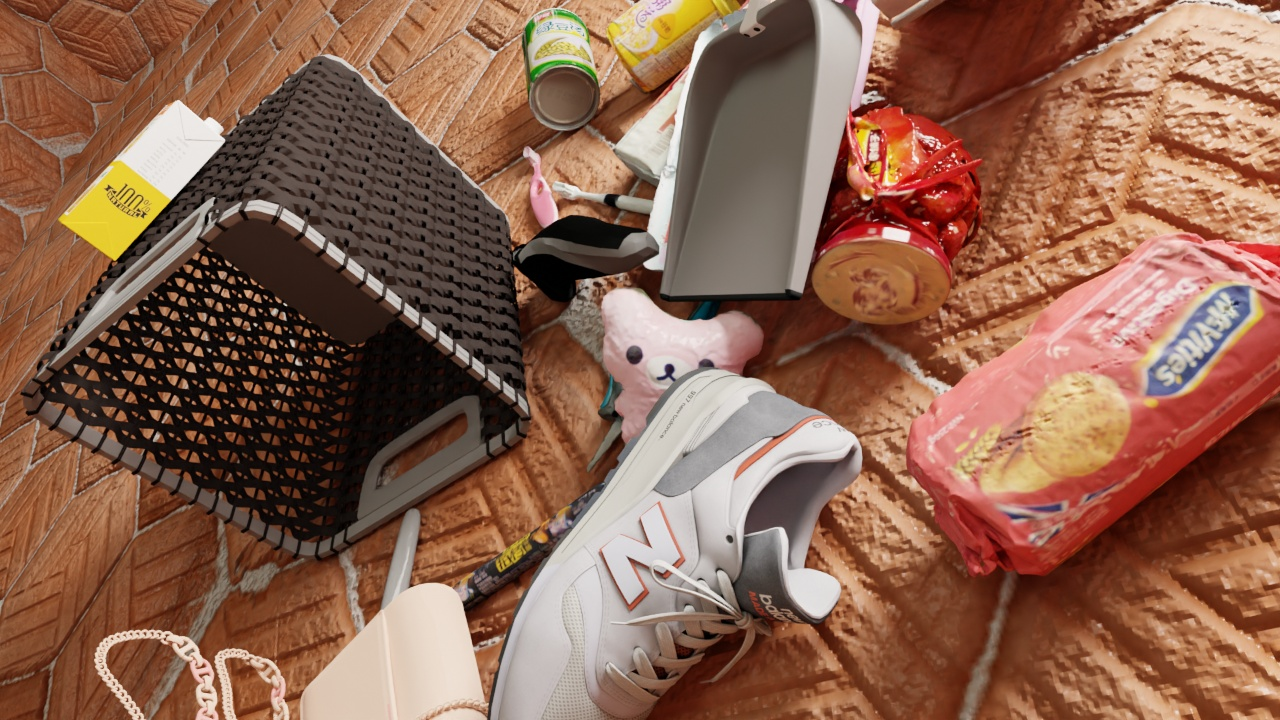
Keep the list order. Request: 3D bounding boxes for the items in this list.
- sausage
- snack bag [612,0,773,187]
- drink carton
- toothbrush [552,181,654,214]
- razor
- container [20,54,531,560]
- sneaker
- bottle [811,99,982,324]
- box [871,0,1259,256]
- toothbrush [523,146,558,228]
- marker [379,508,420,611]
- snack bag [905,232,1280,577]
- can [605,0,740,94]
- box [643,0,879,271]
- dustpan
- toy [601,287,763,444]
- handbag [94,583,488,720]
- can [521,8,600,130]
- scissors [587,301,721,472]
[{"bbox_3d":[-0.070,0.119,0.573,0.155,0.020,0.020,-36,40,15],"label":"sausage"},{"bbox_3d":[0.075,-0.226,0.708,0.225,0.041,0.077,-47,39,0],"label":"snack bag"},{"bbox_3d":[-0.360,-0.134,0.667,0.122,0.040,0.059,-54,33,-13],"label":"drink carton"},{"bbox_3d":[-0.016,-0.126,0.728,0.187,0.017,0.012,22,95,50],"label":"toothbrush"},{"bbox_3d":[-0.038,-0.079,0.661,0.156,0.057,0.060,-11,89,59],"label":"razor"},{"bbox_3d":[-0.246,-0.044,0.702,0.248,0.245,0.243,-31,38,21],"label":"container"},{"bbox_3d":[0.026,0.106,0.437,0.124,0.089,0.239,4,59,48],"label":"sneaker"},{"bbox_3d":[0.134,-0.087,0.491,0.099,0.099,0.111,-11,49,37],"label":"bottle"},{"bbox_3d":[0.243,-0.224,0.548,0.167,0.446,0.164,-26,51,26],"label":"box"},{"bbox_3d":[-0.091,-0.156,0.824,0.022,0.016,0.134,-36,40,15],"label":"toothbrush"},{"bbox_3d":[-0.167,0.163,0.635,0.022,0.016,0.138,-1,51,6],"label":"marker"},{"bbox_3d":[0.187,0.014,0.372,0.176,0.082,0.082,-42,39,7],"label":"snack bag"},{"bbox_3d":[0.029,-0.283,0.776,0.105,0.067,0.067,-31,42,22],"label":"can"},{"bbox_3d":[0.080,-0.153,0.616,0.154,0.041,0.201,-1,70,52],"label":"box"},{"bbox_3d":[0.069,-0.162,0.532,0.163,0.033,0.257,9,83,68],"label":"dustpan"},{"bbox_3d":[0.018,0.010,0.547,0.053,0.099,0.096,111,172,-88],"label":"toy"},{"bbox_3d":[-0.166,0.191,0.469,0.117,0.187,0.198,-49,33,10],"label":"handbag"},{"bbox_3d":[-0.076,-0.278,0.871,0.067,0.067,0.120,-32,42,20],"label":"can"},{"bbox_3d":[-0.004,0.003,0.607,0.148,0.019,0.118,-54,39,-4],"label":"scissors"}]
